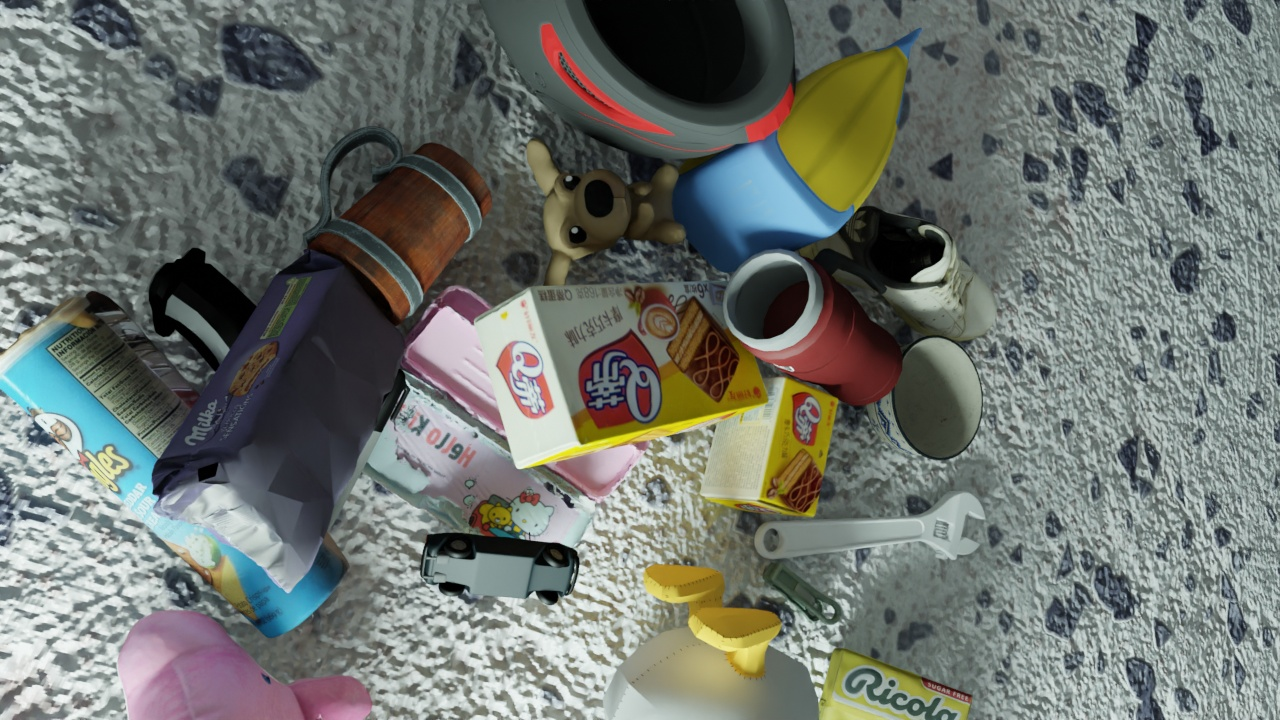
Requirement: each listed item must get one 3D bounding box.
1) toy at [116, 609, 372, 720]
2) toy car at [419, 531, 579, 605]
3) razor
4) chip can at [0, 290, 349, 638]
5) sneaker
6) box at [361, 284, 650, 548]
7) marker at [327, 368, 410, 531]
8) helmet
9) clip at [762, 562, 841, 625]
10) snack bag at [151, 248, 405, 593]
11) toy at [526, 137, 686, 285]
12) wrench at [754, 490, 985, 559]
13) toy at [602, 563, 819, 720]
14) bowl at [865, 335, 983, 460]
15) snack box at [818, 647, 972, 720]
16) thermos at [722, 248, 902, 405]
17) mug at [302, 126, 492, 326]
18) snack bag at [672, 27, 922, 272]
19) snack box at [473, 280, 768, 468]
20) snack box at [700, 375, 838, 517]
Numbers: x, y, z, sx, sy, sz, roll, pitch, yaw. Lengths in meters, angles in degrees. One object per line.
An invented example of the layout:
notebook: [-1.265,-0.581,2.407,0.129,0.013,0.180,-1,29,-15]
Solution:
toy: [-0.235,0.274,0.544,0.186,0.128,0.266,-26,106,-23]
toy car: [-0.101,0.147,0.661,0.112,0.034,0.046,8,115,-12]
razor: [-0.255,0.003,0.598,0.060,0.057,0.156,-33,108,18]
chip can: [-0.280,0.067,0.564,0.079,0.080,0.229,-46,108,-24]
sneaker: [0.266,-0.088,0.858,0.241,0.102,0.088,20,76,-27]
box: [-0.105,0.056,0.685,0.201,0.045,0.154,39,87,-20]
marker: [-0.193,0.069,0.629,0.022,0.016,0.138,26,90,-38]
helmet: [-0.012,-0.248,0.680,0.264,0.170,0.164,46,79,-6]
clip: [0.141,0.206,0.810,0.074,0.035,0.023,40,70,-14]
snack bag: [-0.206,0.029,0.554,0.204,0.058,0.096,-81,149,-44]
toy: [-0.025,-0.113,0.712,0.108,0.106,0.134,-5,84,-18]
wrench: [0.222,0.161,0.863,0.272,0.018,0.066,1,85,-27]
toy: [0.037,0.295,0.690,0.246,0.141,0.268,4,101,-30]
bowl: [0.261,0.036,0.870,0.115,0.059,0.115,3,84,-28]
snack box: [0.202,0.355,0.792,0.121,0.045,0.180,20,75,5]
thermos: [0.155,-0.031,0.756,0.108,0.084,0.198,-54,143,8]
mug: [-0.178,-0.101,0.641,0.117,0.082,0.110,36,65,0]
snack bag: [0.133,-0.184,0.763,0.102,0.159,0.204,45,66,-16]
snack box: [-0.004,0.004,0.675,0.229,0.062,0.110,-8,78,-50]
snack box: [0.108,0.073,0.770,0.061,0.084,0.105,22,75,-27]
